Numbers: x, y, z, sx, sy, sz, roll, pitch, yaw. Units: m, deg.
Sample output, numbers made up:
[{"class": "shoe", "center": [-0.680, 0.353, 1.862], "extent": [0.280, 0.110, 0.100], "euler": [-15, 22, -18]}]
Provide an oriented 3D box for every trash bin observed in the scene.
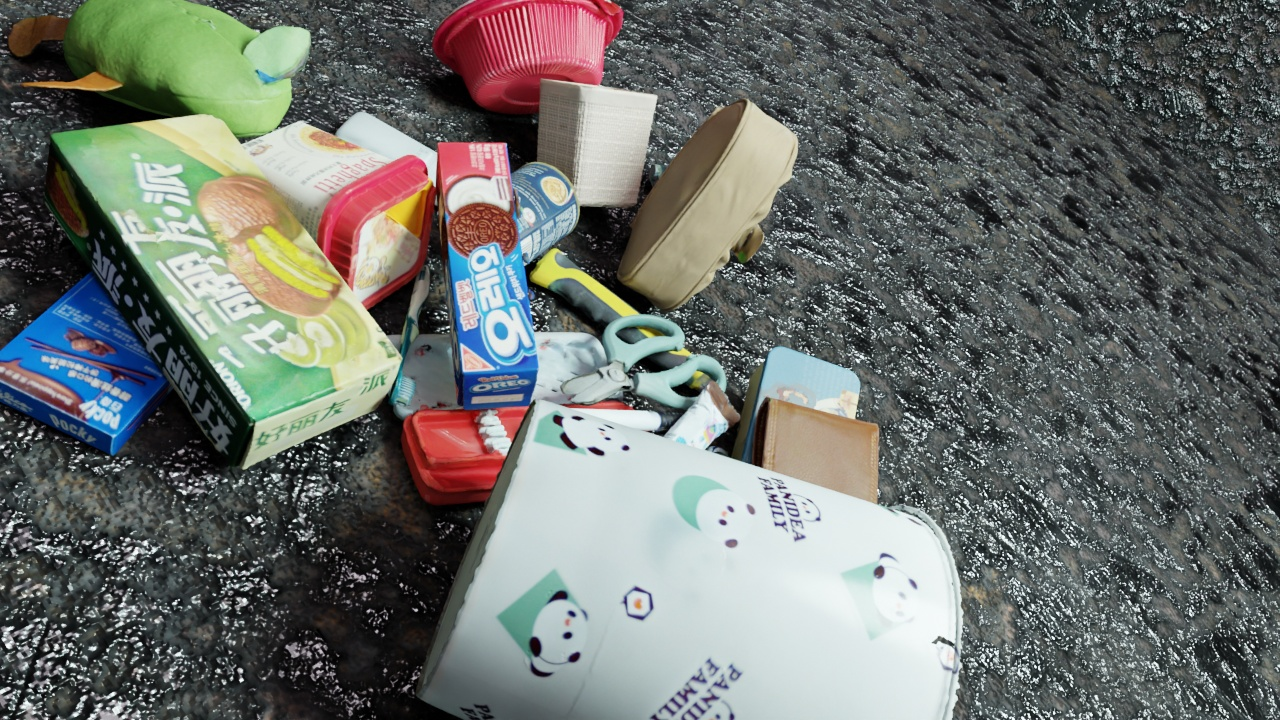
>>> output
[{"class": "trash bin", "center": [0.019, 0.153, 0.552], "extent": [0.252, 0.230, 0.228], "euler": [23, 43, -9]}]

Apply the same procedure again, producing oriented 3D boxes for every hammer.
[{"class": "hammer", "center": [0.040, 0.005, 0.836], "extent": [0.323, 0.032, 0.125], "euler": [37, 41, 1]}]

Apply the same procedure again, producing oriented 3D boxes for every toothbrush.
[{"class": "toothbrush", "center": [-0.172, -0.024, 0.699], "extent": [0.018, 0.016, 0.191], "euler": [22, 29, -19]}]

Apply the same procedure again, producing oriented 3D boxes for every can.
[{"class": "can", "center": [-0.114, -0.122, 0.813], "extent": [0.075, 0.076, 0.110], "euler": [39, 41, 3]}]

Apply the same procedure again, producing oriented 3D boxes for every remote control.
[{"class": "remote control", "center": [-0.210, -0.179, 0.840], "extent": [0.136, 0.020, 0.055], "euler": [29, 41, -9]}]

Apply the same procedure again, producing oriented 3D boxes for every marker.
[{"class": "marker", "center": [-0.015, 0.048, 0.707], "extent": [0.130, 0.018, 0.022], "euler": [3, 51, -36]}]

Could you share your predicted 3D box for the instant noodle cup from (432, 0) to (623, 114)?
[{"class": "instant noodle cup", "center": [-0.108, -0.303, 0.927], "extent": [0.193, 0.194, 0.066], "euler": [-6, 82, -38]}]

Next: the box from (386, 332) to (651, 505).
[{"class": "box", "center": [-0.094, 0.038, 0.713], "extent": [0.200, 0.038, 0.157], "euler": [-1, 44, -34]}]

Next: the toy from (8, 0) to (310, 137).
[{"class": "toy", "center": [-0.365, -0.236, 0.716], "extent": [0.247, 0.090, 0.226], "euler": [28, 42, 25]}]

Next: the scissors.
[{"class": "scissors", "center": [-0.012, 0.000, 0.757], "extent": [0.179, 0.019, 0.139], "euler": [-10, 50, -41]}]

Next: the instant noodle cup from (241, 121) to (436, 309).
[{"class": "instant noodle cup", "center": [-0.238, -0.114, 0.701], "extent": [0.124, 0.117, 0.116], "euler": [30, 41, 10]}]

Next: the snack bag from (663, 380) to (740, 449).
[{"class": "snack bag", "center": [0.036, 0.063, 0.717], "extent": [0.105, 0.026, 0.045], "euler": [-45, 110, -26]}]

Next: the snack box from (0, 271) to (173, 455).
[{"class": "snack box", "center": [-0.336, -0.017, 0.601], "extent": [0.084, 0.026, 0.156], "euler": [29, 41, -9]}]

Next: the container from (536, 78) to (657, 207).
[{"class": "container", "center": [-0.048, -0.211, 0.898], "extent": [0.089, 0.111, 0.090], "euler": [-5, 22, -38]}]

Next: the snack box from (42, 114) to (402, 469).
[{"class": "snack box", "center": [-0.276, -0.053, 0.606], "extent": [0.240, 0.063, 0.114], "euler": [51, 42, 11]}]

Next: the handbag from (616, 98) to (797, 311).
[{"class": "handbag", "center": [0.064, -0.144, 0.864], "extent": [0.099, 0.205, 0.147], "euler": [33, 23, -18]}]

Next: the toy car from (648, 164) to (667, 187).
[{"class": "toy car", "center": [0.034, -0.179, 0.999], "extent": [0.043, 0.034, 0.090], "euler": [4, 49, -28]}]

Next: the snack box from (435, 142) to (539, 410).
[{"class": "snack box", "center": [-0.117, -0.068, 0.690], "extent": [0.058, 0.057, 0.207], "euler": [-3, 63, -17]}]

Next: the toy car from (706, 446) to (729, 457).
[{"class": "toy car", "center": [0.042, 0.108, 0.730], "extent": [0.031, 0.049, 0.105], "euler": [33, 40, -7]}]

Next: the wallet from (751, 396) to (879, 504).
[{"class": "wallet", "center": [0.135, 0.095, 0.707], "extent": [0.101, 0.032, 0.124], "euler": [14, 65, -10]}]

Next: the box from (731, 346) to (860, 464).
[{"class": "box", "center": [0.120, 0.084, 0.755], "extent": [0.090, 0.060, 0.183], "euler": [17, 62, -5]}]
